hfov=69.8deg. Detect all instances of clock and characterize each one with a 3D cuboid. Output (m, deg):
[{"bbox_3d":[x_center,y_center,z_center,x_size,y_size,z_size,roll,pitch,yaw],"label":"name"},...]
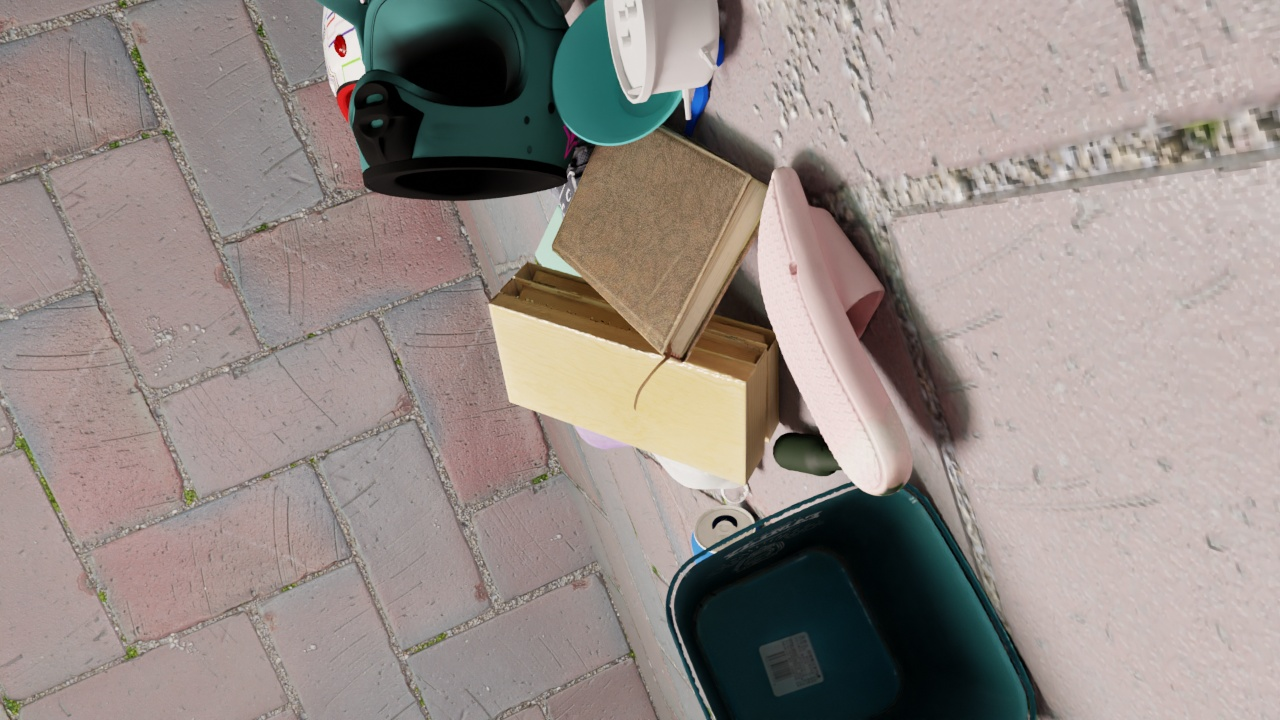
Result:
[{"bbox_3d":[0.006,-0.251,0.624,0.120,0.061,0.159,134,123,-76],"label":"clock"}]

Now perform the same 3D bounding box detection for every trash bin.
[{"bbox_3d":[0.132,0.218,0.682,0.219,0.196,0.199,88,158,-73],"label":"trash bin"}]

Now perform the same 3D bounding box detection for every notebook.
[{"bbox_3d":[-0.001,-0.091,0.734,0.215,0.034,0.190,44,112,49],"label":"notebook"}]

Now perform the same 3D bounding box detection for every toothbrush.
[{"bbox_3d":[0.044,-0.196,0.718,0.187,0.011,0.016,108,138,-75],"label":"toothbrush"}]

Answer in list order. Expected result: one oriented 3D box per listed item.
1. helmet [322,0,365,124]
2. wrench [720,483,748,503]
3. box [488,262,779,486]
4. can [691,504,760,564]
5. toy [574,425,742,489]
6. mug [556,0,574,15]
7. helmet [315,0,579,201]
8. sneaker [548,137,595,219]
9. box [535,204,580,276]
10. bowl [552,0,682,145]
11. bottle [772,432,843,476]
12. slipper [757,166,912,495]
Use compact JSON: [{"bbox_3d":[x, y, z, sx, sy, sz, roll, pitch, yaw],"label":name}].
[{"bbox_3d":[-0.297,-0.433,1.213,0.315,0.231,0.236,153,121,-73],"label":"helmet"},{"bbox_3d":[0.053,0.030,0.986,0.273,0.047,0.009,66,173,-7],"label":"wrench"},{"bbox_3d":[-0.004,0.004,0.813,0.249,0.091,0.128,16,133,23],"label":"box"},{"bbox_3d":[0.105,0.240,1.051,0.079,0.079,0.146,-127,19,-50],"label":"can"},{"bbox_3d":[0.020,0.066,0.929,0.209,0.085,0.138,12,144,28],"label":"toy"},{"bbox_3d":[-0.099,-0.369,0.864,0.076,0.090,0.123,33,-130,-41],"label":"mug"},{"bbox_3d":[-0.156,-0.243,0.746,0.274,0.177,0.200,-15,-81,-67],"label":"helmet"},{"bbox_3d":[-0.050,-0.212,0.892,0.252,0.097,0.151,-119,15,-48],"label":"sneaker"},{"bbox_3d":[-0.032,-0.099,0.947,0.078,0.113,0.187,19,-157,-39],"label":"box"},{"bbox_3d":[-0.005,-0.222,0.717,0.046,0.121,0.121,10,-129,-63],"label":"bowl"},{"bbox_3d":[0.141,0.075,0.723,0.033,0.033,0.123,68,167,-3],"label":"bottle"},{"bbox_3d":[0.122,-0.020,0.585,0.107,0.055,0.221,95,159,-68],"label":"slipper"}]
